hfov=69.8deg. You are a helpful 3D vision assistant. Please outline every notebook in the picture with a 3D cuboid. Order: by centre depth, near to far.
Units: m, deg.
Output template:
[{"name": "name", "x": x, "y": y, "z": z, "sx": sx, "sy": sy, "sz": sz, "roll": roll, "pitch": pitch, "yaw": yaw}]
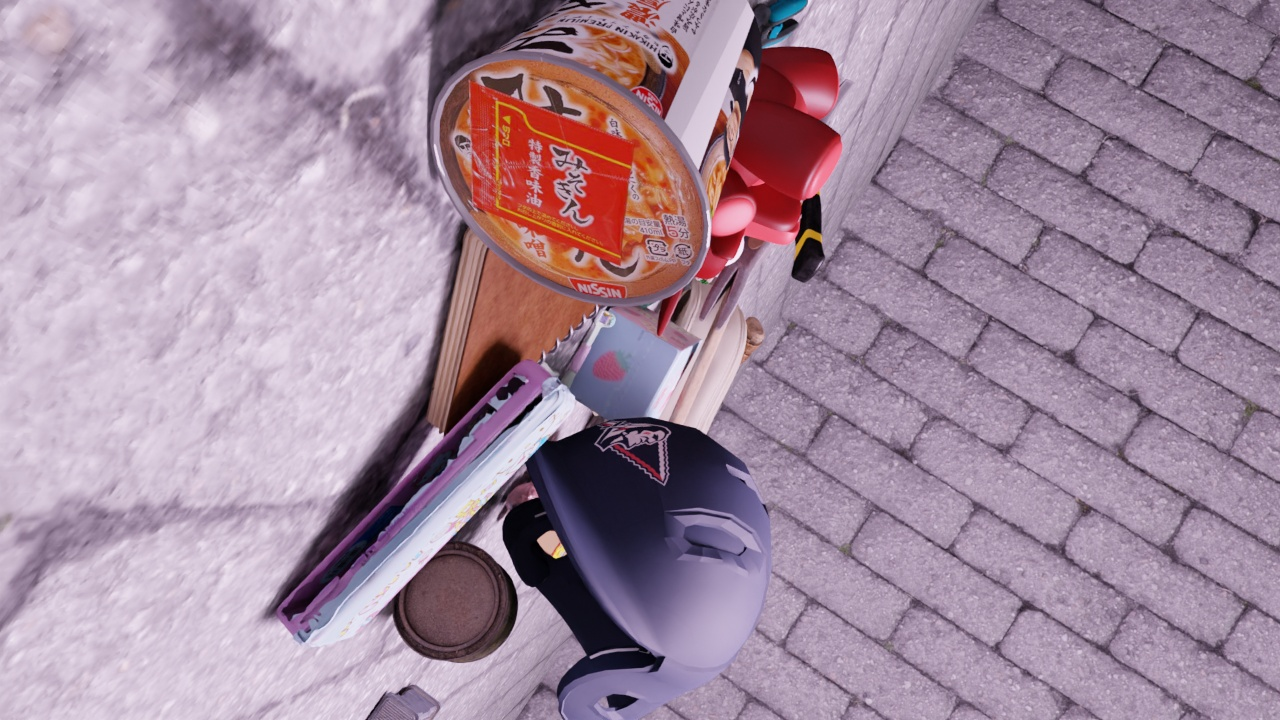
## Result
[{"name": "notebook", "x": -0.051, "y": -0.060, "z": 0.585, "sx": 0.224, "sy": 0.024, "sz": 0.168, "roll": -46, "pitch": 164, "yaw": -46}]

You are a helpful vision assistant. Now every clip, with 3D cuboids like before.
[{"name": "clip", "x": -0.079, "y": 0.011, "z": 0.682, "sx": 0.044, "sy": 0.023, "sz": 0.076, "roll": -58, "pitch": 172, "yaw": -4}]

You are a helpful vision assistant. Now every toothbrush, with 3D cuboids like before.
[{"name": "toothbrush", "x": -0.066, "y": 0.024, "z": 0.804, "sx": 0.022, "sy": 0.015, "sz": 0.155, "roll": 19, "pitch": 106, "yaw": -44}]

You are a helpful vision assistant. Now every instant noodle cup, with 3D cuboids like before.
[{"name": "instant noodle cup", "x": -0.007, "y": -0.110, "z": 0.402, "sx": 0.121, "sy": 0.123, "sz": 0.124, "roll": -61, "pitch": 175, "yaw": -35}]

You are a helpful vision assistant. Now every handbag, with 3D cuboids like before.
[{"name": "handbag", "x": 0.019, "y": 0.013, "z": 1.058, "sx": 0.229, "sy": 0.132, "sz": 0.183, "roll": -57, "pitch": -164, "yaw": 22}]

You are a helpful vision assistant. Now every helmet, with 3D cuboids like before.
[{"name": "helmet", "x": -0.011, "y": 0.144, "z": 0.740, "sx": 0.223, "sy": 0.272, "sz": 0.232, "roll": -39, "pitch": -147, "yaw": 2}]

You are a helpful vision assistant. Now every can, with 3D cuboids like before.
[{"name": "can", "x": -0.146, "y": 0.195, "z": 0.734, "sx": 0.089, "sy": 0.090, "sz": 0.075, "roll": -54, "pitch": 170, "yaw": -16}]

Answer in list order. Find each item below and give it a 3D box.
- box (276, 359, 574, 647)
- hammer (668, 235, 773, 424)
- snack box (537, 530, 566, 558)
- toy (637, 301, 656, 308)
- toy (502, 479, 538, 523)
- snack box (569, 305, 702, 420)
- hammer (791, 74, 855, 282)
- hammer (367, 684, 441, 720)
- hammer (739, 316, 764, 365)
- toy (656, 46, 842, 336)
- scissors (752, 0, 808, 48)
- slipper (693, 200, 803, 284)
[{"name": "box", "x": -0.124, "y": 0.087, "z": 0.555, "sx": 0.214, "sy": 0.033, "sz": 0.076, "roll": -46, "pitch": 170, "yaw": -2}, {"name": "hammer", "x": 0.054, "y": 0.005, "z": 0.860, "sx": 0.119, "sy": 0.031, "sz": 0.332, "roll": -52, "pitch": 170, "yaw": -42}, {"name": "snack box", "x": -0.097, "y": 0.203, "z": 1.156, "sx": 0.088, "sy": 0.040, "sz": 0.126, "roll": -54, "pitch": 170, "yaw": -14}, {"name": "toy", "x": 0.035, "y": -0.100, "z": 0.852, "sx": 0.084, "sy": 0.033, "sz": 0.105, "roll": -49, "pitch": 171, "yaw": -44}, {"name": "toy", "x": -0.093, "y": 0.130, "z": 0.920, "sx": 0.104, "sy": 0.053, "sz": 0.109, "roll": -36, "pitch": 160, "yaw": -35}, {"name": "snack box", "x": -0.005, "y": 0.005, "z": 0.854, "sx": 0.093, "sy": 0.079, "sz": 0.094, "roll": -61, "pitch": 171, "yaw": 14}, {"name": "hammer", "x": 0.180, "y": -0.184, "z": 0.981, "sx": 0.323, "sy": 0.034, "sz": 0.170, "roll": -78, "pitch": -166, "yaw": -52}, {"name": "hammer", "x": -0.323, "y": 0.481, "z": 0.925, "sx": 0.321, "sy": 0.044, "sz": 0.098, "roll": -55, "pitch": 170, "yaw": -10}, {"name": "hammer", "x": 0.055, "y": 0.064, "z": 1.146, "sx": 0.320, "sy": 0.049, "sz": 0.121, "roll": -52, "pitch": -150, "yaw": 36}, {"name": "toy", "x": 0.067, "y": -0.129, "z": 0.682, "sx": 0.158, "sy": 0.120, "sz": 0.198, "roll": -82, "pitch": -165, "yaw": -44}, {"name": "scissors", "x": 0.096, "y": -0.257, "z": 0.697, "sx": 0.138, "sy": 0.019, "sz": 0.136, "roll": -56, "pitch": 168, "yaw": 3}, {"name": "slipper", "x": 0.132, "y": -0.173, "z": 0.950, "sx": 0.239, "sy": 0.064, "sz": 0.094, "roll": -59, "pitch": -173, "yaw": -8}]
